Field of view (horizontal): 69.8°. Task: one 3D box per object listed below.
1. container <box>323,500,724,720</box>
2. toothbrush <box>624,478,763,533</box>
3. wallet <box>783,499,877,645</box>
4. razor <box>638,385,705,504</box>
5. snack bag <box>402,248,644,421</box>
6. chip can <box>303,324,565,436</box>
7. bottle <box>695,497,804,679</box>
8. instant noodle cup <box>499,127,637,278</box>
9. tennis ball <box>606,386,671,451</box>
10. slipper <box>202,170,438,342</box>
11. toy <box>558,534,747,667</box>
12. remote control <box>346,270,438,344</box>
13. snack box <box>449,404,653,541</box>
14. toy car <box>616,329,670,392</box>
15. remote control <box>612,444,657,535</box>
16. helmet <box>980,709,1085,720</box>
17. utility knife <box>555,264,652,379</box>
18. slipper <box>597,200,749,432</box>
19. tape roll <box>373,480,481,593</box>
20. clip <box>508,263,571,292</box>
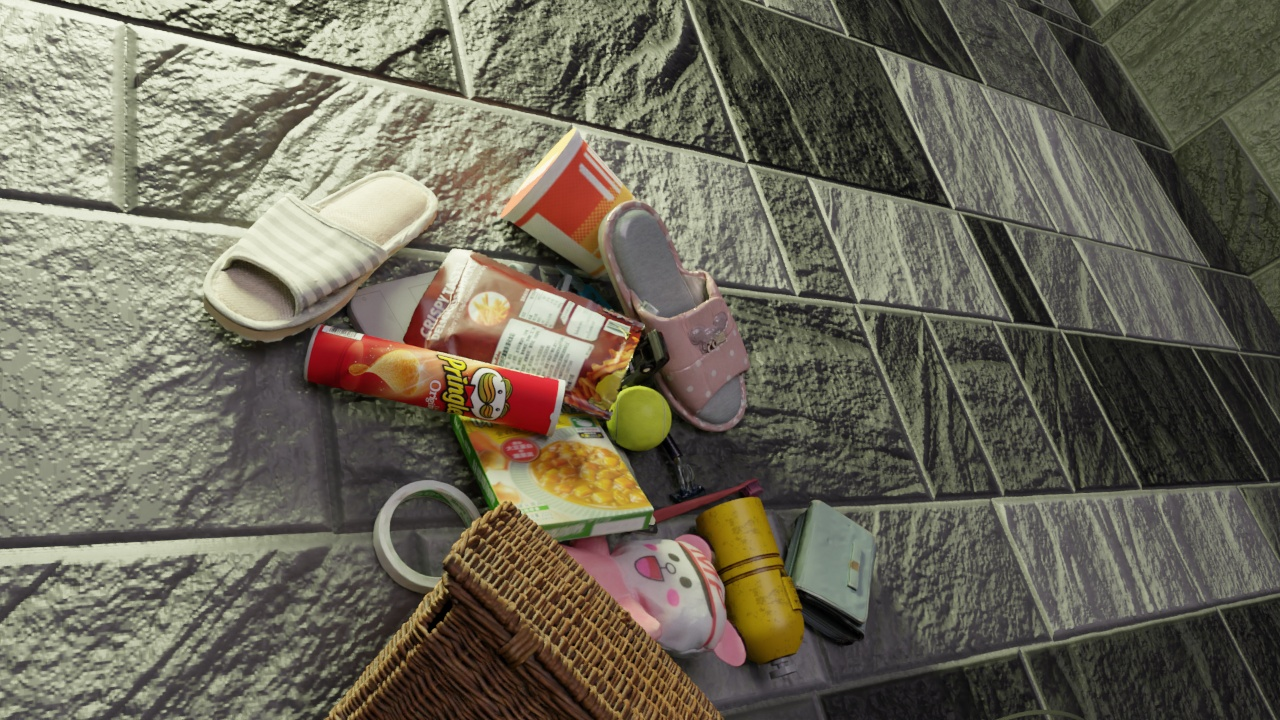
[{"bbox_3d":[-0.083,0.255,0.626,0.250,0.183,0.162,46,7,0],"label":"container"},{"bbox_3d":[0.058,0.148,0.929,0.189,0.016,0.016,-10,51,-41],"label":"toothbrush"},{"bbox_3d":[0.203,0.221,0.970,0.100,0.054,0.131,36,41,-12],"label":"wallet"},{"bbox_3d":[0.023,0.080,0.954,0.042,0.022,0.144,-14,69,-42],"label":"razor"},{"bbox_3d":[-0.107,-0.030,0.871,0.208,0.067,0.138,23,54,-6],"label":"snack bag"},{"bbox_3d":[-0.176,0.018,0.795,0.214,0.052,0.051,14,52,-10],"label":"chip can"},{"bbox_3d":[0.111,0.221,0.885,0.071,0.071,0.163,0,60,-36],"label":"bottle"},{"bbox_3d":[-0.066,-0.164,0.998,0.121,0.124,0.123,40,45,-17],"label":"instant noodle cup"},{"bbox_3d":[-0.002,0.058,0.920,0.065,0.065,0.065,19,51,-25],"label":"tennis ball"},{"bbox_3d":[-0.280,-0.110,0.836,0.114,0.054,0.271,27,41,6],"label":"slipper"},{"bbox_3d":[-0.010,0.201,0.796,0.213,0.084,0.142,9,29,-28],"label":"toy"},{"bbox_3d":[-0.204,-0.046,0.879,0.150,0.019,0.074,-21,74,-44],"label":"remote control"},{"bbox_3d":[-0.082,0.091,0.811,0.131,0.027,0.168,-3,36,-30],"label":"snack box"},{"bbox_3d":[-0.006,0.005,0.937,0.037,0.093,0.040,9,55,-44],"label":"toy car"},{"bbox_3d":[-0.015,0.118,0.862,0.033,0.013,0.136,15,21,-24],"label":"remote control"},{"bbox_3d":[0.296,0.395,0.788,0.148,0.228,0.240,48,43,15],"label":"helmet"},{"bbox_3d":[-0.027,-0.039,1.006,0.185,0.015,0.031,46,40,2],"label":"utility knife"},{"bbox_3d":[0.044,-0.043,0.970,0.114,0.055,0.274,-40,109,-31],"label":"slipper"},{"bbox_3d":[-0.176,0.147,0.767,0.093,0.018,0.093,19,50,-25],"label":"tape roll"},{"bbox_3d":[-0.111,-0.029,0.929,0.114,0.028,0.163,12,54,-31],"label":"clip"}]
